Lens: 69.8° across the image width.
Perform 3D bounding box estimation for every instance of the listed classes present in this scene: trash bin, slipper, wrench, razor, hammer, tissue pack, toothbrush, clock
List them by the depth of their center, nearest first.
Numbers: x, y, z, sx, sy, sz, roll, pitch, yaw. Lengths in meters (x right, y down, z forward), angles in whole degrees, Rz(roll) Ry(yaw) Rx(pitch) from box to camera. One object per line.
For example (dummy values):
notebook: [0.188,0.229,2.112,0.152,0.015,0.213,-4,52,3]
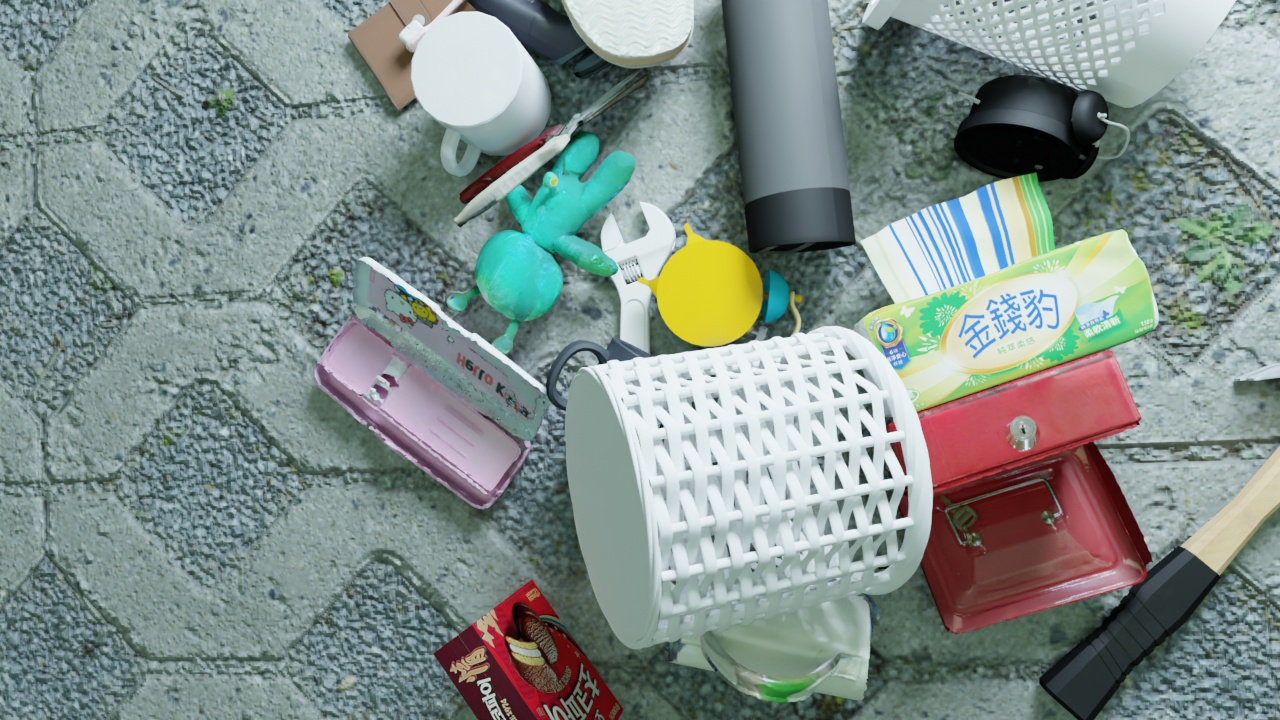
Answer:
trash bin: [0.297,-0.287,0.650,0.199,0.195,0.195,28,93,-1]
tissue pack: [0.251,-0.053,0.682,0.198,0.120,0.141,-19,84,1]
hammer: [0.427,0.138,0.684,0.131,0.039,0.328,42,96,9]
clock: [0.298,-0.171,0.685,0.121,0.091,0.042,16,81,23]
clock: [0.065,-0.044,0.739,0.129,0.043,0.099,42,93,0]
slipper: [-0.023,-0.349,0.756,0.115,0.052,0.262,-14,74,-6]
wrench: [-0.005,0.005,0.768,0.066,0.018,0.273,0,90,9]
razor: [-0.083,-0.282,0.768,0.143,0.047,0.052,30,134,2]
toothbrush: [-0.138,-0.333,0.789,0.181,0.015,0.018,-44,78,-1]

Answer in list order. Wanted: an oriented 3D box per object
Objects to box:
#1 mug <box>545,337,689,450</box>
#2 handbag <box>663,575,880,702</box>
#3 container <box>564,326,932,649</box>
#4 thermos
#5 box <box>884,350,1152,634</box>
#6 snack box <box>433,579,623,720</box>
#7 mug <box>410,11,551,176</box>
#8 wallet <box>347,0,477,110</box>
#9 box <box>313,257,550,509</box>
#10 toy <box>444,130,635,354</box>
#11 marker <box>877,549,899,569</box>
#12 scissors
mug: [-0.023,0.025,0.717,0.105,0.071,0.077,28,96,-25]
handbag: [0.095,0.199,0.666,0.151,0.176,0.074,9,90,9]
container: [0.063,0.082,0.622,0.186,0.190,0.189,-8,87,-18]
thermos: [0.114,-0.204,0.719,0.082,0.082,0.240,-6,88,9]
box: [0.262,0.085,0.644,0.157,0.170,0.156,-21,60,7]
snack box: [-0.080,0.249,0.705,0.036,0.152,0.132,-37,83,6]
mug: [-0.134,-0.210,0.756,0.091,0.090,0.121,20,92,9]
wallet: [-0.188,-0.289,0.805,0.121,0.013,0.087,-35,84,5]
box: [-0.173,0.017,0.774,0.201,0.066,0.154,36,115,8]
toy: [-0.083,-0.101,0.753,0.131,0.072,0.193,37,95,24]
marker: [0.258,0.134,0.724,0.152,0.011,0.011,-24,85,8]
scissors: [-0.084,-0.171,0.752,0.015,0.185,0.178,52,55,-24]
